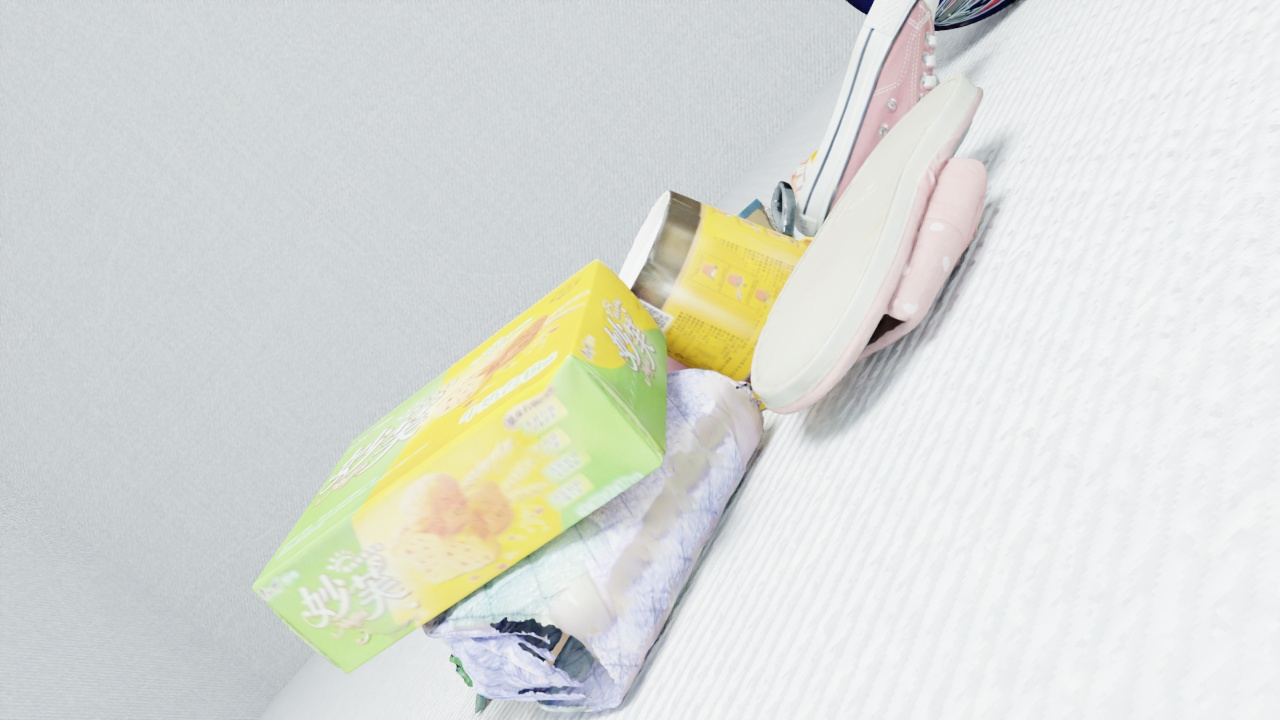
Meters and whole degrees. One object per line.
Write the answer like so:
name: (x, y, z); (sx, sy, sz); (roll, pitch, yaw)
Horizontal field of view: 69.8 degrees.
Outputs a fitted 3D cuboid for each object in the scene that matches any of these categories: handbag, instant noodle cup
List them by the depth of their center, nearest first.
handbag: (-0.020, 0.092, 0.500); (0.134, 0.075, 0.193); (-19, 26, 44)
instant noodle cup: (0.048, -0.043, 0.591); (0.119, 0.114, 0.118); (-62, 12, 22)

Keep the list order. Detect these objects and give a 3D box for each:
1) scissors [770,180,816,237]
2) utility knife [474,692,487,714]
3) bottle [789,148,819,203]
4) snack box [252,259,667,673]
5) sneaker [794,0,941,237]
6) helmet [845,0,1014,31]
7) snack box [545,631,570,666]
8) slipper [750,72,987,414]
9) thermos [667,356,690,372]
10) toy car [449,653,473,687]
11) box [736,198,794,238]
scissors: (0.113, -0.073, 0.711); (0.160, 0.014, 0.180); (98, 176, -52)
utility knife: (-0.082, 0.144, 0.616); (0.029, 0.013, 0.196); (-65, -9, -84)
bottle: (0.167, -0.158, 0.845); (0.063, 0.063, 0.108); (-50, 6, -13)
snack box: (-0.087, 0.050, 0.495); (0.210, 0.070, 0.157); (-35, 17, 15)
sneaker: (0.206, -0.202, 0.738); (0.241, 0.088, 0.118); (-68, -18, 3)
helmet: (0.311, -0.467, 0.867); (0.246, 0.240, 0.316); (-54, -2, -41)
snack box: (-0.044, 0.145, 0.625); (0.084, 0.026, 0.157); (-48, 6, 11)
slipper: (0.138, -0.065, 0.504); (0.114, 0.054, 0.273); (-41, 12, 51)
thermos: (0.017, 0.025, 0.676); (0.198, 0.067, 0.087); (-46, -8, -23)
toy car: (-0.102, 0.197, 0.677); (0.091, 0.036, 0.043); (-47, 3, -23)
box: (0.081, -0.090, 1.008); (0.185, 0.064, 0.089); (-43, 1, 30)
